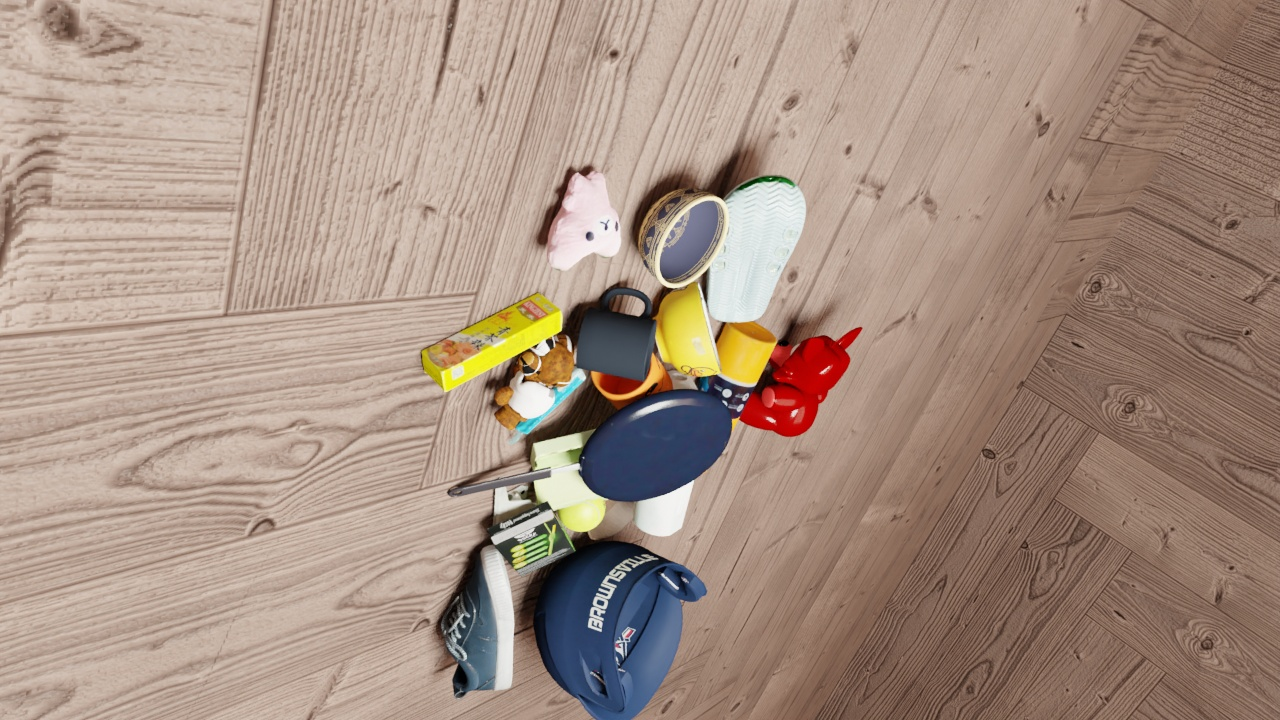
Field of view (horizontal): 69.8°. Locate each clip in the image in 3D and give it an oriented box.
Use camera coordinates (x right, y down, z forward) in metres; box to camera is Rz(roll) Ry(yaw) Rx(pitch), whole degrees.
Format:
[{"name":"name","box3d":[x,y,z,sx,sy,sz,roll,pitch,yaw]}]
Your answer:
[{"name":"clip","box3d":[-0.160,0.178,1.148,0.054,0.040,0.102,-9,133,-23]}]

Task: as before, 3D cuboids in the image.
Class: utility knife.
[{"name":"utility knife","box3d":[-0.112,0.053,1.078,0.123,0.022,0.015,-44,148,-6]}]

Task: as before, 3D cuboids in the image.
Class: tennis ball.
[{"name":"tennis ball","box3d":[-0.079,0.195,1.222,0.065,0.065,0.065,-33,144,-28]}]

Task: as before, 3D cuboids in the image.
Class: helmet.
[{"name":"helmet","box3d":[-0.037,0.387,1.314,0.231,0.224,0.272,-47,122,-35]}]

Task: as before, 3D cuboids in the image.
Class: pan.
[{"name":"pan","box3d":[-0.052,0.124,1.102,0.356,0.021,0.199,-10,138,-17]}]

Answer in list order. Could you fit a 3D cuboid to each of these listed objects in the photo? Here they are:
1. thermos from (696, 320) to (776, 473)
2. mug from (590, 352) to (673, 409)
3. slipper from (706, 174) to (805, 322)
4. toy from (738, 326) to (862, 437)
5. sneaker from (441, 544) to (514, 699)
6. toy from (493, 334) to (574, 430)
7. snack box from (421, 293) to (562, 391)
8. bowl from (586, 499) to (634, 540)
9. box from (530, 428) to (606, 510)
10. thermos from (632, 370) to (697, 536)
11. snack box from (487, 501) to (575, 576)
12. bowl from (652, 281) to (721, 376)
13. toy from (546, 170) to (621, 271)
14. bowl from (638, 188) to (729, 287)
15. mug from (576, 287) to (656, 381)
[{"name":"thermos","box3d":[0.118,0.055,1.325,0.091,0.076,0.233,-10,129,-52]},{"name":"mug","box3d":[-0.007,0.007,1.120,0.096,0.078,0.112,52,44,-64]},{"name":"slipper","box3d":[0.130,-0.138,1.127,0.104,0.074,0.246,4,144,-3]},{"name":"toy","box3d":[0.247,0.026,1.423,0.158,0.120,0.198,-8,138,-46]},{"name":"sneaker","box3d":[-0.212,0.340,1.185,0.087,0.089,0.236,-4,116,-17]},{"name":"toy","box3d":[-0.117,0.022,1.003,0.113,0.067,0.087,-47,150,10]},{"name":"snack box","box3d":[-0.149,-0.020,0.931,0.147,0.040,0.029,-31,144,-31]},{"name":"bowl","box3d":[-0.040,0.202,1.313,0.117,0.030,0.118,-33,144,-29]},{"name":"box","box3d":[-0.044,0.122,1.150,0.187,0.047,0.141,-14,137,-14]},{"name":"thermos","box3d":[0.043,0.132,1.258,0.099,0.099,0.221,-17,125,-44]},{"name":"snack box","box3d":[-0.137,0.231,1.178,0.080,0.025,0.148,-24,153,-6]},{"name":"bowl","box3d":[0.054,-0.033,1.131,0.068,0.117,0.117,-15,147,7]},{"name":"toy","box3d":[-0.055,-0.142,0.920,0.098,0.053,0.096,-22,126,-44]},{"name":"bowl","box3d":[0.038,-0.145,1.025,0.112,0.061,0.113,-33,144,-28]},{"name":"mug","box3d":[-0.023,-0.034,1.037,0.071,0.077,0.105,86,16,-70]}]
